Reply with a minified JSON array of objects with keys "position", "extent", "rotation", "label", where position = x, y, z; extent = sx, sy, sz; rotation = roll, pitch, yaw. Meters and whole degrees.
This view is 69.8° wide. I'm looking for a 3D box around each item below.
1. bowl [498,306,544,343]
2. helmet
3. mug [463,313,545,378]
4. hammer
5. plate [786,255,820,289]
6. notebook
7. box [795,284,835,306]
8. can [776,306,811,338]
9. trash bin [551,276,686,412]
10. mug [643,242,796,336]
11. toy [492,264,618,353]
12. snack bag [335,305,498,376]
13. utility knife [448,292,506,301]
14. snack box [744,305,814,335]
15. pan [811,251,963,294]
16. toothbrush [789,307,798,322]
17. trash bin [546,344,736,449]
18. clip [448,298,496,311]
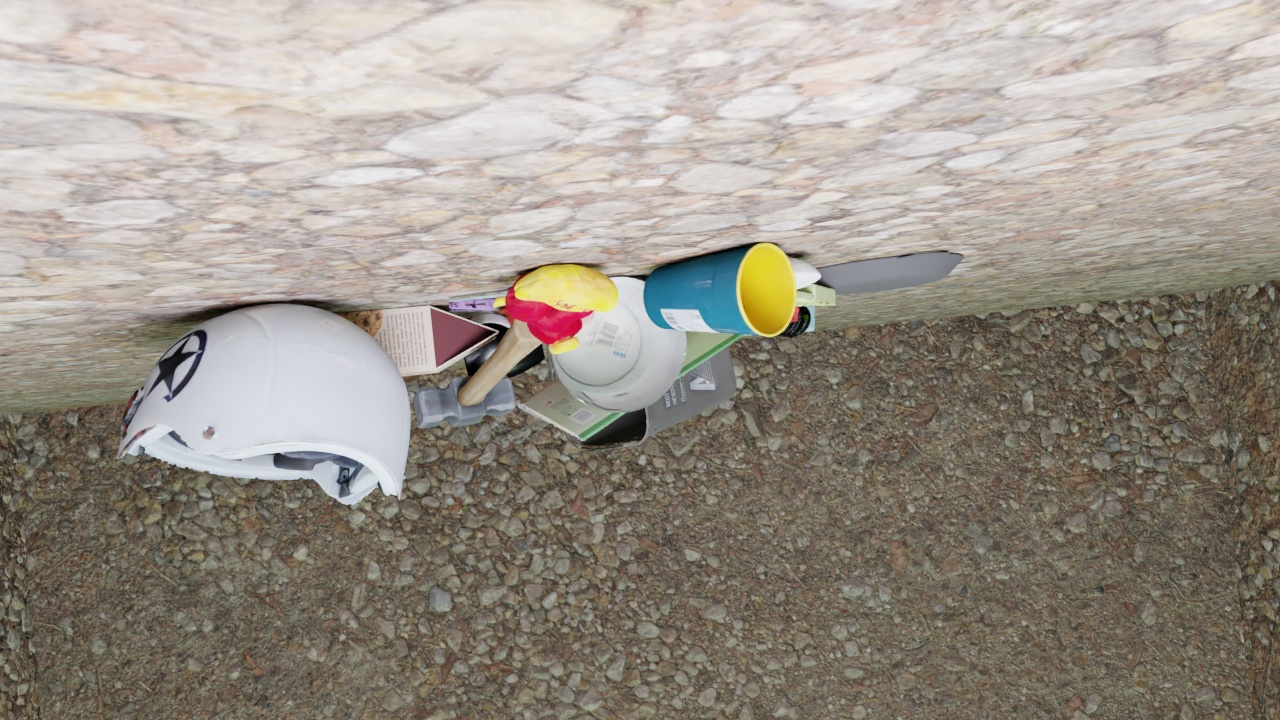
[{"position":[-0.104,-0.046,1.107],"extent":[0.130,0.045,0.130],"rotation":[-6,179,0],"label":"bowl"},{"position":[-0.335,0.035,0.847],"extent":[0.265,0.163,0.236],"rotation":[-11,155,43],"label":"helmet"},{"position":[-0.179,-0.026,1.181],"extent":[0.100,0.084,0.119],"rotation":[-12,150,-6],"label":"mug"},{"position":[-0.167,0.014,1.025],"extent":[0.117,0.051,0.324],"rotation":[-9,167,-26],"label":"hammer"},{"position":[0.116,-0.080,0.868],"extent":[0.104,0.026,0.104],"rotation":[-10,173,-1],"label":"plate"},{"position":[-0.006,0.006,1.087],"extent":[0.252,0.010,0.182],"rotation":[-33,-157,-21],"label":"notebook"},{"position":[0.106,-0.070,1.020],"extent":[0.187,0.024,0.137],"rotation":[1,-176,34],"label":"box"},{"position":[0.161,-0.060,1.159],"extent":[0.054,0.054,0.137],"rotation":[-7,171,42],"label":"can"},{"position":[-0.035,-0.018,0.966],"extent":[0.133,0.133,0.161],"rotation":[-6,-176,-10],"label":"trash bin"},{"position":[0.064,-0.057,0.799],"extent":[0.078,0.078,0.122],"rotation":[-5,-177,-44],"label":"mug"},{"position":[-0.076,-0.048,0.805],"extent":[0.105,0.067,0.137],"rotation":[4,167,-10],"label":"toy"},{"position":[-0.262,-0.019,1.012],"extent":[0.206,0.070,0.094],"rotation":[-6,179,-11],"label":"snack bag"},{"position":[-0.112,-0.067,0.888],"extent":[0.177,0.015,0.022],"rotation":[-3,175,24],"label":"utility knife"},{"position":[0.171,-0.064,1.313],"extent":[0.174,0.053,0.075],"rotation":[-4,-176,-45],"label":"snack box"},{"position":[0.255,-0.093,1.124],"extent":[0.216,0.024,0.355],"rotation":[-5,179,-17],"label":"pan"},{"position":[0.104,-0.051,1.076],"extent":[0.012,0.018,0.213],"rotation":[-1,-178,-38],"label":"toothbrush"},{"position":[0.011,0.014,1.393],"extent":[0.219,0.197,0.198],"rotation":[-13,-177,-43],"label":"trash bin"},{"position":[-0.181,-0.058,0.969],"extent":[0.046,0.014,0.050],"rotation":[-7,176,43],"label":"clip"}]
